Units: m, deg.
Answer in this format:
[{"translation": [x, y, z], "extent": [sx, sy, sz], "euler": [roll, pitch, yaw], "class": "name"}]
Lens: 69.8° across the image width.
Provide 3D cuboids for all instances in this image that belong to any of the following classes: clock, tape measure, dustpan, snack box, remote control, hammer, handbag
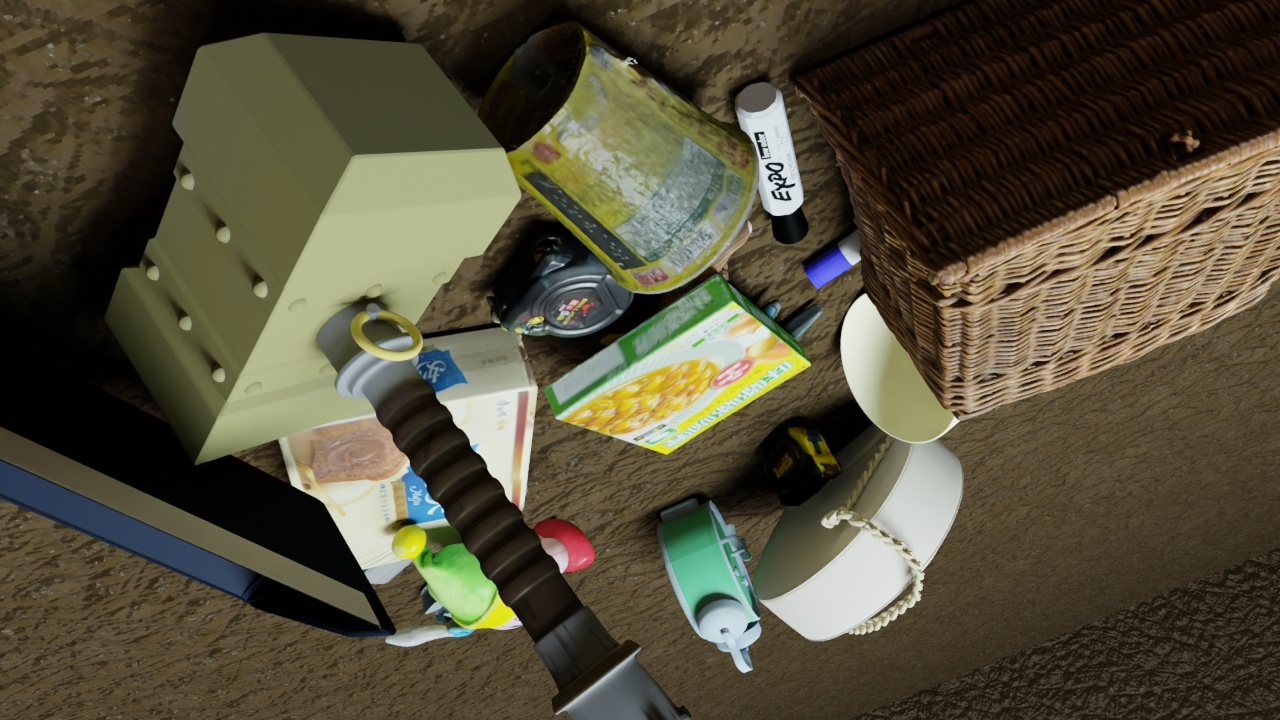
[{"translation": [0.076, 0.217, 0.882], "extent": [0.075, 0.161, 0.122], "euler": [-24, 149, 6], "class": "clock"}, {"translation": [-0.042, -0.045, 0.536], "extent": [0.072, 0.042, 0.072], "euler": [11, 135, -35], "class": "tape measure"}, {"translation": [-0.267, 0.060, 0.433], "extent": [0.236, 0.273, 0.080], "euler": [37, 82, -31], "class": "dustpan"}, {"translation": [-0.156, 0.068, 0.624], "extent": [0.153, 0.055, 0.208], "euler": [-10, 146, -18], "class": "snack box"}, {"translation": [0.141, 0.092, 0.825], "extent": [0.038, 0.062, 0.067], "euler": [3, 139, -33], "class": "tape measure"}, {"translation": [-0.192, 0.152, 0.768], "extent": [0.033, 0.013, 0.137], "euler": [17, 133, -44], "class": "remote control"}, {"translation": [-0.075, 0.048, 0.375], "extent": [0.100, 0.325, 0.191], "euler": [-21, 158, -52], "class": "hammer"}, {"translation": [0.191, 0.145, 0.839], "extent": [0.211, 0.103, 0.208], "euler": [-48, -177, 36], "class": "handbag"}, {"translation": [0.032, 0.011, 0.614], "extent": [0.132, 0.027, 0.168], "euler": [-33, 155, 16], "class": "snack box"}]

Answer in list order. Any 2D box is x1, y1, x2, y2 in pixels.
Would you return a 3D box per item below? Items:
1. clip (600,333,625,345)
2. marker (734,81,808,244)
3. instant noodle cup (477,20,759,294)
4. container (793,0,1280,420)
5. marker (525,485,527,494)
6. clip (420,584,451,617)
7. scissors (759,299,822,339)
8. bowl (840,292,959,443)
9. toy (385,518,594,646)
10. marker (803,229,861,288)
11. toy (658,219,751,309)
[{"translation": [-0.003, 0.003, 0.639], "extent": [0.052, 0.035, 0.046], "euler": [-4, 137, -28], "class": "clip"}, {"translation": [0.078, -0.107, 0.527], "extent": [0.025, 0.025, 0.126], "euler": [-24, 148, 5], "class": "marker"}, {"translation": [-0.015, -0.098, 0.432], "extent": [0.102, 0.102, 0.108], "euler": [-37, 136, 23], "class": "instant noodle cup"}, {"translation": [0.237, -0.089, 0.502], "extent": [0.250, 0.162, 0.183], "euler": [-21, 141, 1], "class": "container"}, {"translation": [-0.129, 0.140, 0.783], "extent": [0.020, 0.017, 0.134], "euler": [5, 140, -33], "class": "marker"}, {"translation": [-0.123, 0.205, 0.876], "extent": [0.163, 0.028, 0.108], "euler": [-27, 149, 11], "class": "clip"}, {"translation": [0.075, -0.003, 0.686], "extent": [0.122, 0.019, 0.149], "euler": [-19, 153, -11], "class": "scissors"}, {"translation": [0.218, -0.005, 0.687], "extent": [0.073, 0.118, 0.118], "euler": [-18, 150, -27], "class": "bowl"}, {"translation": [-0.119, 0.156, 0.671], "extent": [0.124, 0.097, 0.131], "euler": [-35, 167, 34], "class": "toy"}, {"translation": [0.171, -0.095, 0.606], "extent": [0.142, 0.020, 0.020], "euler": [-35, 146, 21], "class": "marker"}, {"translation": [0.035, -0.067, 0.549], "extent": [0.055, 0.041, 0.102], "euler": [36, 128, -29], "class": "toy"}]
